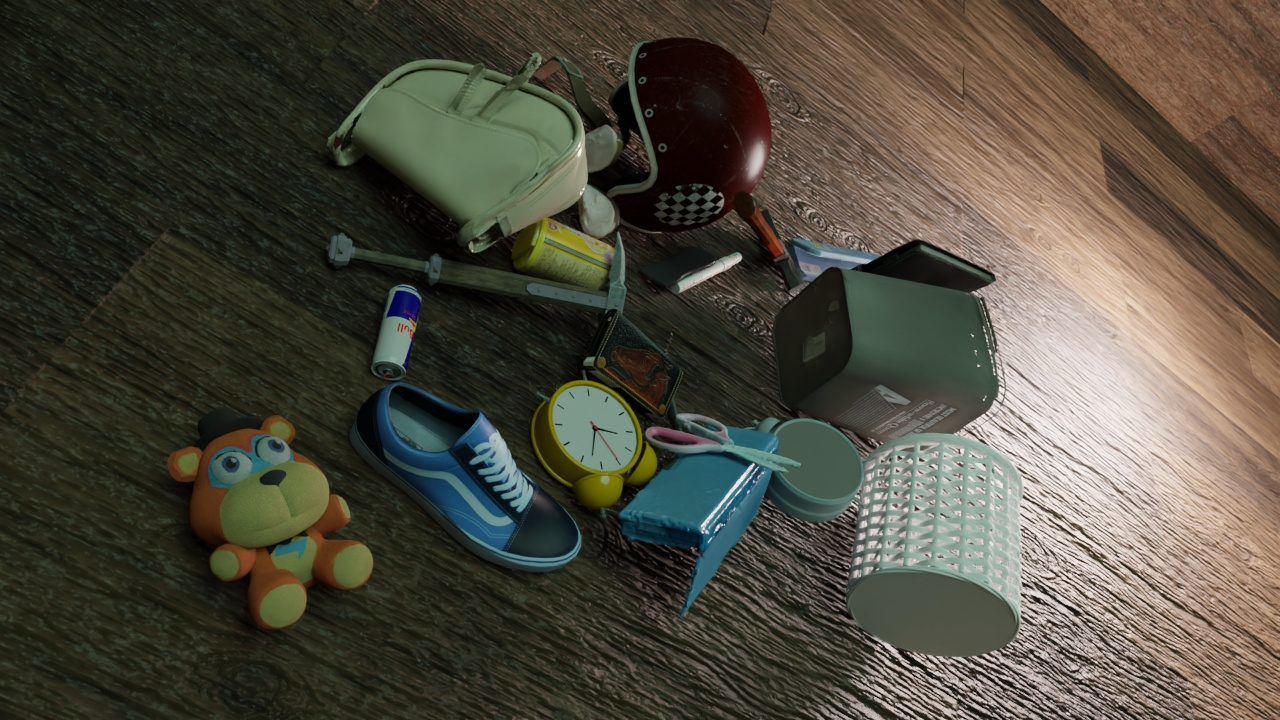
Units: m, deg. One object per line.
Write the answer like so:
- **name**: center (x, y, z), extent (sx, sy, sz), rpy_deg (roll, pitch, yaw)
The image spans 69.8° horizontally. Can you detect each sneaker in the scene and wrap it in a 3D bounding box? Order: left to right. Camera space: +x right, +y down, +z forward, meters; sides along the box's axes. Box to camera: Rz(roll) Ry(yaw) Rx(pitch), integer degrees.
- **sneaker**: center (-0.142, 0.105, 0.818), extent (0.241, 0.099, 0.083), rpy_deg (37, 46, -13)

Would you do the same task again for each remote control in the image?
- **remote control**: center (0.050, -0.120, 1.168), extent (0.046, 0.009, 0.124), rpy_deg (33, 39, 24)

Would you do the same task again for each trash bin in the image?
- **trash bin**: center (0.309, -0.005, 1.189), extent (0.220, 0.198, 0.197), rpy_deg (14, 56, -24)

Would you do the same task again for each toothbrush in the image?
- **toothbrush**: center (0.043, 0.088, 1.037), extent (0.013, 0.013, 0.167), rpy_deg (10, 56, -43)

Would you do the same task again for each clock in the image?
- **clock**: center (-0.045, 0.087, 0.942), extent (0.113, 0.052, 0.152), rpy_deg (-26, 77, -45)
- **clock**: center (0.189, 0.123, 1.084), extent (0.159, 0.045, 0.122), rpy_deg (21, 47, -2)

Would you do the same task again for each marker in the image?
- **marker**: center (0.088, -0.116, 1.201), extent (0.145, 0.017, 0.017), rpy_deg (-29, 83, -45)

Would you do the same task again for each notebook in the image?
- **notebook**: center (0.346, -0.097, 1.255), extent (0.169, 0.210, 0.029), rpy_deg (15, 62, -32)

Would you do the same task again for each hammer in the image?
- **hammer**: center (-0.161, -0.088, 0.950), extent (0.316, 0.028, 0.147), rpy_deg (10, 92, -26)
- **hammer**: center (0.158, -0.162, 1.166), extent (0.111, 0.028, 0.300), rpy_deg (66, 13, 12)

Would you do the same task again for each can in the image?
- **can**: center (-0.233, -0.028, 0.881), extent (0.032, 0.032, 0.095), rpy_deg (22, 51, -26)
- **can**: center (-0.085, -0.116, 1.030), extent (0.105, 0.068, 0.067), rpy_deg (21, 51, -27)

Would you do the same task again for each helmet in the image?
- **helmet**: center (0.031, -0.280, 1.135), extent (0.233, 0.254, 0.232), rpy_deg (32, 46, -39)

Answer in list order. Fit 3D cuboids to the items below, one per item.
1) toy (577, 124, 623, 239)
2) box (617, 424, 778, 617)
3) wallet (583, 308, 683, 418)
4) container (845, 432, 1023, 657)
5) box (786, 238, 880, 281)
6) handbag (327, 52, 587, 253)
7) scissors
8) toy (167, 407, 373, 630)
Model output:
- **toy**: center (-0.131, -0.205, 1.056), extent (0.205, 0.131, 0.105), rpy_deg (-8, 22, -20)
- **box**: center (0.067, 0.160, 0.955), extent (0.230, 0.094, 0.110), rpy_deg (-37, 131, -59)
- **wallet**: center (-0.006, 0.006, 1.008), extent (0.123, 0.019, 0.072), rpy_deg (40, 65, -36)
- **container**: center (0.342, 0.214, 1.064), extent (0.189, 0.190, 0.186), rpy_deg (34, 48, -16)
- **box**: center (0.314, -0.152, 1.371), extent (0.209, 0.064, 0.069), rpy_deg (7, 56, -36)
- **handbag**: center (-0.180, -0.226, 0.922), extent (0.229, 0.132, 0.183), rpy_deg (34, 69, 17)
- **scissors**: center (0.099, 0.086, 0.978), extent (0.108, 0.179, 0.016), rpy_deg (-29, 125, -58)
- **toy**: center (-0.290, 0.117, 0.709), extent (0.176, 0.096, 0.111), rpy_deg (48, 44, 14)
